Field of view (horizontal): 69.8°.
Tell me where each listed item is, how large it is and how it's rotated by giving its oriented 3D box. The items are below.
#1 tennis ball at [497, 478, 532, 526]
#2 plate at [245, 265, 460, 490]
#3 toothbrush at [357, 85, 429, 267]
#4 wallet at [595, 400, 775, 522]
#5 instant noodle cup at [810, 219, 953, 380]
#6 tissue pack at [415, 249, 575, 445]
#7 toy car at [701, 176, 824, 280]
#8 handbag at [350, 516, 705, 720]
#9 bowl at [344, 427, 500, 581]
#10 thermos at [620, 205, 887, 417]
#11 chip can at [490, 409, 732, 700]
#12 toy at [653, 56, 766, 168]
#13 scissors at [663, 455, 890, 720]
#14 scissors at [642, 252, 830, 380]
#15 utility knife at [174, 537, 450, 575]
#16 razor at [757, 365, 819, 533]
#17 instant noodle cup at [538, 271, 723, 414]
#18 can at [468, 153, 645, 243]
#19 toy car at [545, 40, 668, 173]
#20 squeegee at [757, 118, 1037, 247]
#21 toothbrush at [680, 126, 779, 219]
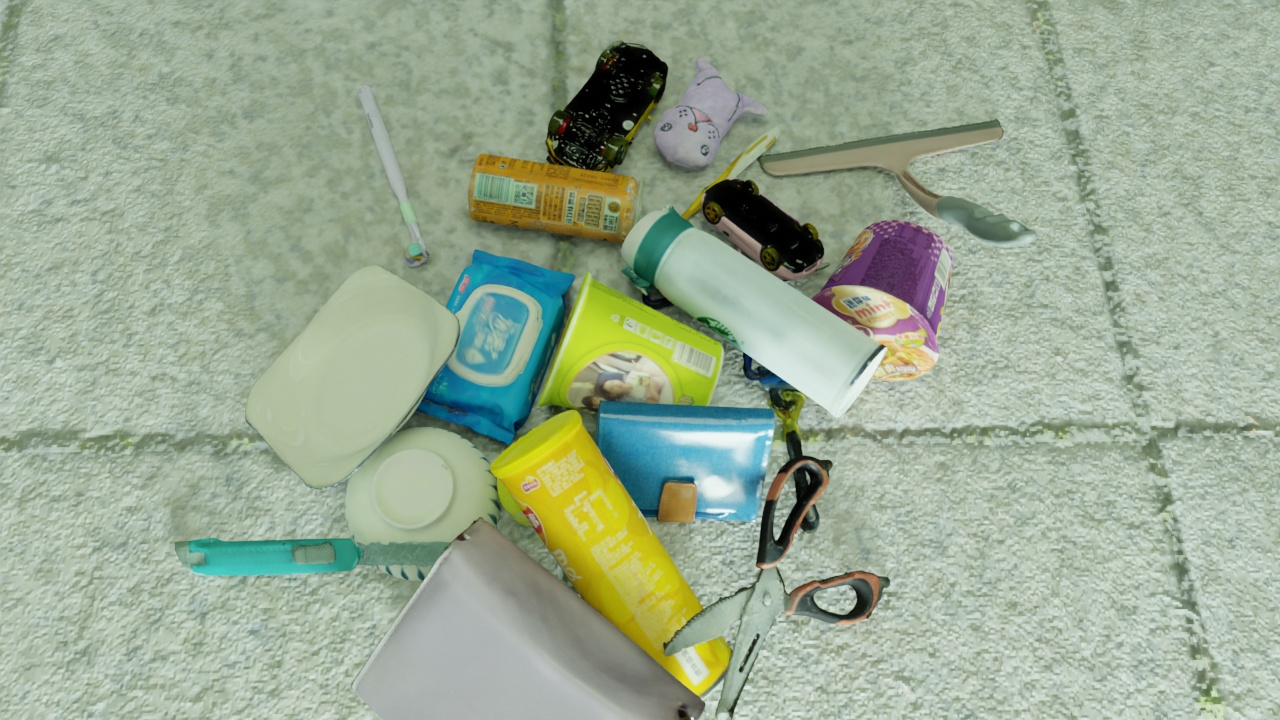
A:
[{"bbox_3d":[-0.076,0.094,0.696,0.065,0.066,0.065,2,69,-5],"label":"tennis ball"},{"bbox_3d":[-0.215,0.014,0.703,0.164,0.034,0.163,31,78,40],"label":"plate"},{"bbox_3d":[-0.221,-0.167,0.809,0.021,0.029,0.189,2,60,-49],"label":"toothbrush"},{"bbox_3d":[0.030,0.078,0.698,0.133,0.107,0.040,3,35,-2],"label":"wallet"},{"bbox_3d":[0.204,-0.055,0.763,0.111,0.112,0.099,27,60,5],"label":"instant noodle cup"},{"bbox_3d":[-0.117,-0.017,0.742,0.095,0.052,0.156,18,69,2],"label":"tissue pack"},{"bbox_3d":[0.105,-0.113,0.795,0.056,0.037,0.122,-33,61,-25],"label":"toy car"},{"bbox_3d":[-0.072,0.218,0.611,0.197,0.098,0.145,38,115,8],"label":"handbag"},{"bbox_3d":[-0.165,0.102,0.685,0.116,0.066,0.116,2,69,-4],"label":"bowl"},{"bbox_3d":[0.083,-0.043,0.738,0.224,0.073,0.073,36,70,18],"label":"thermos"},{"bbox_3d":[-0.017,0.140,0.640,0.072,0.072,0.213,-36,99,-17],"label":"chip can"},{"bbox_3d":[0.058,-0.219,0.843,0.084,0.039,0.107,36,69,2],"label":"toy"},{"bbox_3d":[0.104,0.160,0.669,0.226,0.015,0.188,8,69,-31],"label":"scissors"},{"bbox_3d":[0.083,-0.060,0.792,0.162,0.012,0.172,4,61,2],"label":"scissors"},{"bbox_3d":[-0.239,0.139,0.660,0.223,0.013,0.029,-4,90,12],"label":"utility knife"},{"bbox_3d":[0.126,0.071,0.746,0.043,0.022,0.142,-8,68,2],"label":"razor"},{"bbox_3d":[-0.004,0.004,0.722,0.123,0.112,0.111,20,68,-6],"label":"instant noodle cup"},{"bbox_3d":[-0.072,-0.139,0.790,0.146,0.058,0.058,9,68,-2],"label":"can"},{"bbox_3d":[-0.027,-0.228,0.836,0.071,0.041,0.155,27,65,5],"label":"toy car"},{"bbox_3d":[0.258,-0.138,0.781,0.247,0.040,0.249,-10,31,-9],"label":"squeegee"},{"bbox_3d":[0.064,-0.157,0.830,0.191,0.018,0.016,-44,48,-18],"label":"toothbrush"}]
